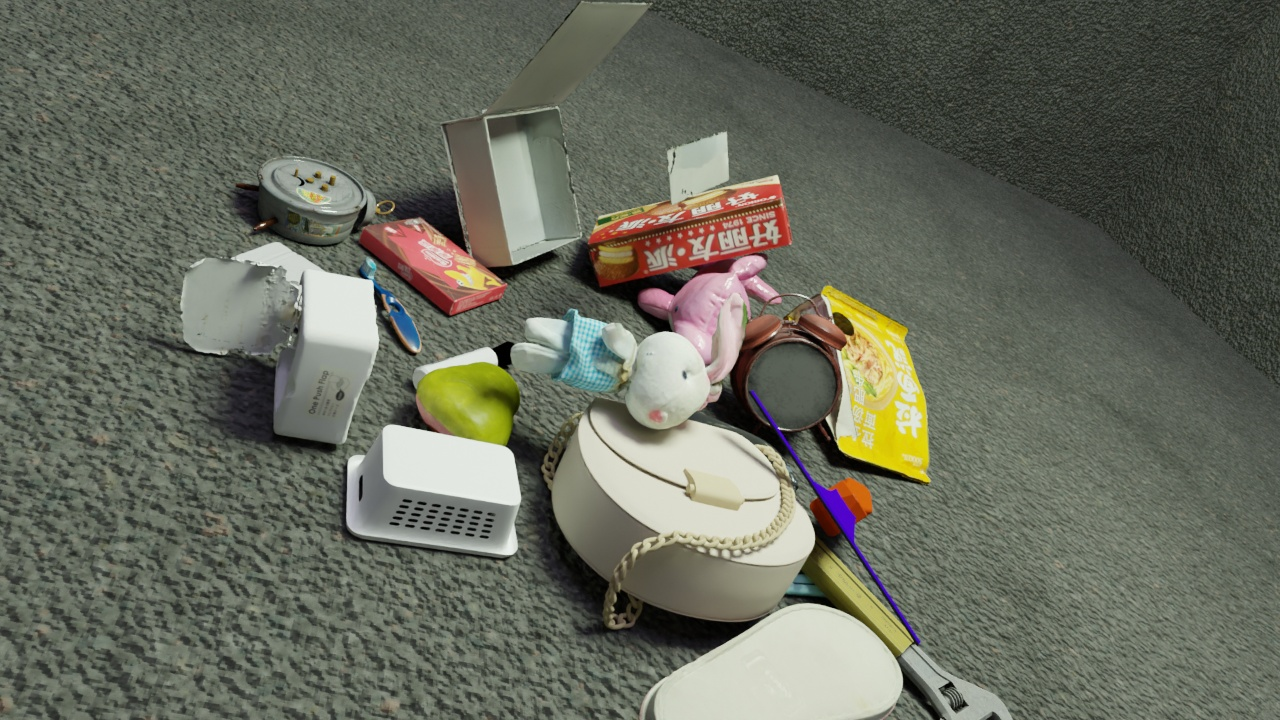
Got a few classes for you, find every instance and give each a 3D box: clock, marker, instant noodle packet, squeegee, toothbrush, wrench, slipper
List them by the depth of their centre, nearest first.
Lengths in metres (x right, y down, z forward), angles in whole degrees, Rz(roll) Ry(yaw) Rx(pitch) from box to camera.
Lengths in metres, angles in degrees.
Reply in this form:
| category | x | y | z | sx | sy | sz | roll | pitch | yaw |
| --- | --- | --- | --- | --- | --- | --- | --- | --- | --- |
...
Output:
| category | x | y | z | sx | sy | sz | roll | pitch | yaw |
| --- | --- | --- | --- | --- | --- | --- | --- | --- | --- |
| slipper | 0.098 | 0.246 | 0.663 | 0.273 | 0.055 | 0.114 | 0 | 40 | -46 |
| wrench | 0.217 | 0.237 | 0.800 | 0.273 | 0.018 | 0.083 | 47 | 38 | 17 |
| marker | -0.156 | 0.004 | 0.844 | 0.025 | 0.025 | 0.125 | 40 | 31 | 18 |
| squeegee | 0.190 | 0.136 | 0.859 | 0.249 | 0.055 | 0.185 | 58 | 4 | 14 |
| toothbrush | -0.238 | -0.054 | 0.871 | 0.021 | 0.017 | 0.135 | -3 | 43 | -42 |
| clock | -0.320 | -0.162 | 0.927 | 0.147 | 0.056 | 0.104 | 0 | 40 | -39 |
| clock | 0.157 | 0.006 | 0.984 | 0.120 | 0.158 | 0.072 | -1 | 11 | 0 |
| instant noodle packet | 0.274 | 0.037 | 1.114 | 0.163 | 0.084 | 0.221 | 22 | 44 | -33 |

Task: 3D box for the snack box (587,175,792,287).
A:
| category | x | y | z | sx | sy | sz | roll | pitch | yaw |
| --- | --- | --- | --- | --- | --- | --- | --- | --- | --- |
| snack box | 0.059 | -0.158 | 1.111 | 0.236 | 0.060 | 0.113 | -12 | 24 | 11 |

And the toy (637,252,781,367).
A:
| category | x | y | z | sx | sy | sz | roll | pitch | yaw |
| --- | --- | --- | --- | --- | --- | --- | --- | --- | --- |
| toy | 0.101 | -0.081 | 1.100 | 0.186 | 0.128 | 0.264 | 26 | 30 | 0 |

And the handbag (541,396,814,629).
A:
| category | x | y | z | sx | sy | sz | roll | pitch | yaw |
| --- | --- | --- | --- | --- | --- | --- | --- | --- | --- |
| handbag | 0.031 | 0.125 | 0.767 | 0.210 | 0.103 | 0.208 | 16 | 24 | -24 |

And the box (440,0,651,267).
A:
| category | x | y | z | sx | sy | sz | roll | pitch | yaw |
| --- | --- | --- | --- | --- | --- | --- | --- | --- | --- |
| box | -0.093 | -0.275 | 0.984 | 0.150 | 0.370 | 0.166 | 36 | 30 | 10 |

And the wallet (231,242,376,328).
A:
| category | x | y | z | sx | sy | sz | roll | pitch | yaw |
| --- | --- | --- | --- | --- | --- | --- | --- | --- | --- |
| wallet | -0.301 | -0.066 | 0.819 | 0.116 | 0.032 | 0.086 | 29 | 27 | -1 |

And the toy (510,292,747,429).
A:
| category | x | y | z | sx | sy | sz | roll | pitch | yaw |
| --- | --- | --- | --- | --- | --- | --- | --- | --- | --- |
| toy | -0.005 | 0.004 | 0.757 | 0.205 | 0.131 | 0.105 | 8 | 38 | -21 |

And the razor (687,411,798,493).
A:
| category | x | y | z | sx | sy | sz | roll | pitch | yaw |
| --- | --- | --- | --- | --- | --- | --- | --- | --- | --- |
| razor | 0.088 | 0.097 | 0.900 | 0.140 | 0.053 | 0.063 | 31 | 61 | 16 |

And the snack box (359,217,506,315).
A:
| category | x | y | z | sx | sy | sz | roll | pitch | yaw |
| --- | --- | --- | --- | --- | --- | --- | --- | --- | --- |
| snack box | -0.216 | -0.101 | 0.959 | 0.133 | 0.021 | 0.089 | 38 | 30 | 14 |

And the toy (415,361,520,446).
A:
| category | x | y | z | sx | sy | sz | roll | pitch | yaw |
| --- | --- | --- | --- | --- | --- | --- | --- | --- | --- |
| toy | -0.139 | 0.037 | 0.782 | 0.090 | 0.051 | 0.109 | 37 | 27 | 8 |

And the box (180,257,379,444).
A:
| category | x | y | z | sx | sy | sz | roll | pitch | yaw |
| --- | --- | --- | --- | --- | --- | --- | --- | --- | --- |
| box | -0.278 | -0.019 | 0.688 | 0.136 | 0.109 | 0.124 | 13 | 32 | -29 |

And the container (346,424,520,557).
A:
| category | x | y | z | sx | sy | sz | roll | pitch | yaw |
| --- | --- | --- | --- | --- | --- | --- | --- | --- | --- |
| container | -0.148 | 0.094 | 0.684 | 0.129 | 0.050 | 0.080 | 14 | 33 | -26 |

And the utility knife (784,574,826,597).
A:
| category | x | y | z | sx | sy | sz | roll | pitch | yaw |
| --- | --- | --- | --- | --- | --- | --- | --- | --- | --- |
| utility knife | 0.140 | 0.200 | 0.816 | 0.128 | 0.015 | 0.022 | 10 | 59 | -28 |
